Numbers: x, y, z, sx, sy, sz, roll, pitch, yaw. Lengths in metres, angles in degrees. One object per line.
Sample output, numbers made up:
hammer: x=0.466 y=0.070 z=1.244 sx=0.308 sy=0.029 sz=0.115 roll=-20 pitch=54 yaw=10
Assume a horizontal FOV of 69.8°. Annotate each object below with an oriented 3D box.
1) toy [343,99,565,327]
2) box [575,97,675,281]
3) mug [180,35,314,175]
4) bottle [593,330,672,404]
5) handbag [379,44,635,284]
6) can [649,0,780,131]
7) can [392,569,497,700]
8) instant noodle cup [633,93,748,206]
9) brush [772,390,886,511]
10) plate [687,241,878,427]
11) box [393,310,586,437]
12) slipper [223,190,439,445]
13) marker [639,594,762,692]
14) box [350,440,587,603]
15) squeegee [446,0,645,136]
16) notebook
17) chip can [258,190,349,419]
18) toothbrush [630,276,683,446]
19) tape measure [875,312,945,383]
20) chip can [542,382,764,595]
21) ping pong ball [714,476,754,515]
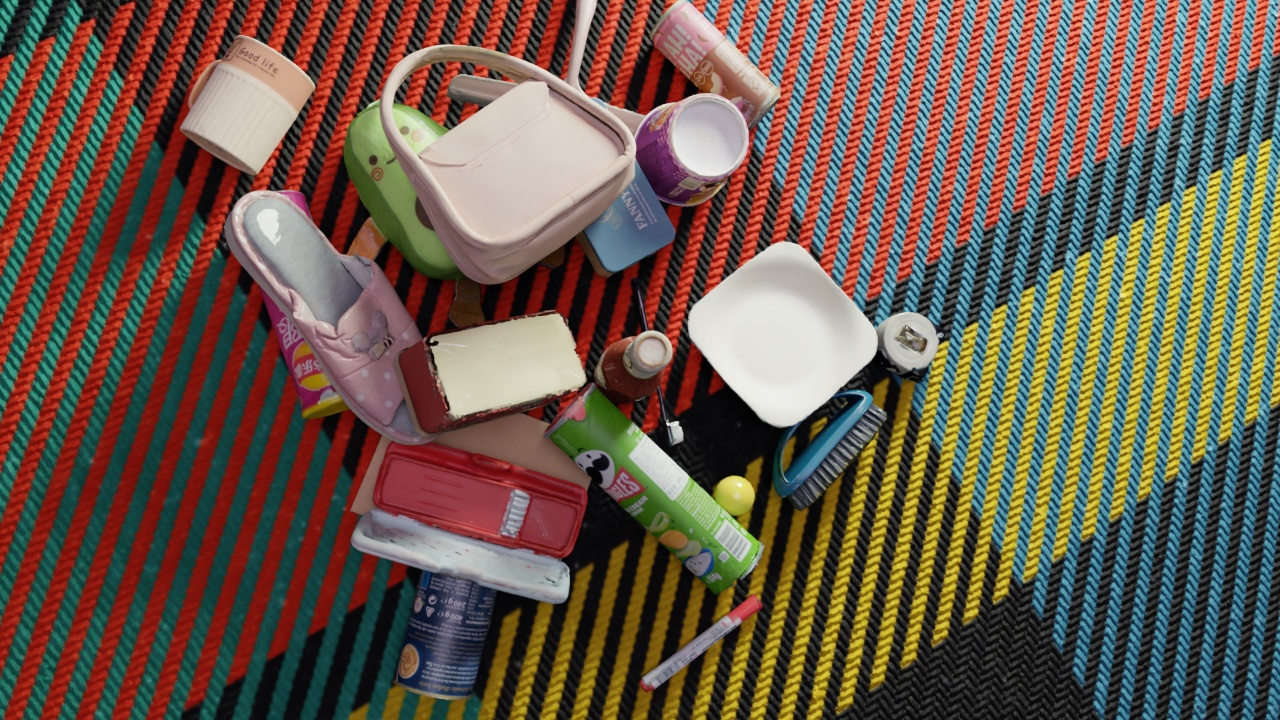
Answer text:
toy: x=-0.197 y=-0.155 z=0.902 sx=0.226 sy=0.090 sz=0.246 roll=-44 pitch=94 yaw=-14
box: x=-0.039 y=-0.169 z=0.939 sx=0.089 sy=0.061 sz=0.184 roll=-32 pitch=91 yaw=-12
mug: x=-0.393 y=-0.251 z=0.894 sx=0.114 sy=0.081 sz=0.105 roll=24 pitch=80 yaw=22
bottle: x=-0.005 y=0.005 z=0.850 sx=0.059 sy=0.206 sz=0.059 roll=1 pitch=83 yaw=-8
handbag: x=-0.140 y=-0.203 z=0.849 sx=0.193 sy=0.093 sz=0.234 roll=-41 pitch=83 yaw=-22
can: x=0.080 y=-0.314 z=0.981 sx=0.147 sy=0.058 sz=0.058 roll=44 pitch=78 yaw=-1
can: x=-0.180 y=0.250 z=0.857 sx=0.075 sy=0.075 sz=0.111 roll=14 pitch=80 yaw=-7
instant noodle cup: x=0.055 y=-0.219 z=0.935 sx=0.111 sy=0.099 sz=0.111 roll=0 pitch=91 yaw=-14
brush: x=0.186 y=0.083 z=0.946 sx=0.073 sy=0.055 sz=0.143 roll=43 pitch=79 yaw=-2
plate: x=0.146 y=-0.025 z=0.958 sx=0.163 sy=0.034 sz=0.164 roll=-38 pitch=82 yaw=-14
box: x=-0.131 y=0.009 z=0.856 sx=0.168 sy=0.076 sz=0.091 roll=-14 pitch=83 yaw=-46
slipper: x=-0.263 y=-0.040 z=0.834 sx=0.274 sy=0.055 sz=0.113 roll=55 pitch=37 yaw=-14
marker: x=0.061 y=0.284 z=0.920 sx=0.145 sy=0.017 sz=0.017 roll=-34 pitch=89 yaw=-11
box: x=-0.154 y=0.149 z=0.854 sx=0.201 sy=0.098 sz=0.118 roll=17 pitch=84 yaw=-7
squeegee: x=-0.060 y=-0.372 z=0.978 sx=0.247 sy=0.040 sz=0.249 roll=11 pitch=80 yaw=-7
notebook: x=-0.160 y=0.116 z=0.911 sx=0.211 sy=0.012 sz=0.149 roll=22 pitch=81 yaw=-6
chip can: x=-0.322 y=-0.053 z=0.878 sx=0.071 sy=0.071 sz=0.210 roll=-20 pitch=86 yaw=-11
toothbrush: x=0.015 y=0.000 z=0.952 sx=0.018 sy=0.016 sz=0.181 roll=-13 pitch=85 yaw=-17
tape measure: x=0.285 y=-0.018 z=0.986 sx=0.066 sy=0.034 sz=0.065 roll=28 pitch=78 yaw=-5
chip can: x=0.013 y=0.126 z=0.898 sx=0.236 sy=0.072 sz=0.072 roll=44 pitch=78 yaw=-5
ping pong ball: x=0.096 y=0.138 z=0.932 sx=0.040 sy=0.040 sz=0.040 roll=1 pitch=82 yaw=-9
